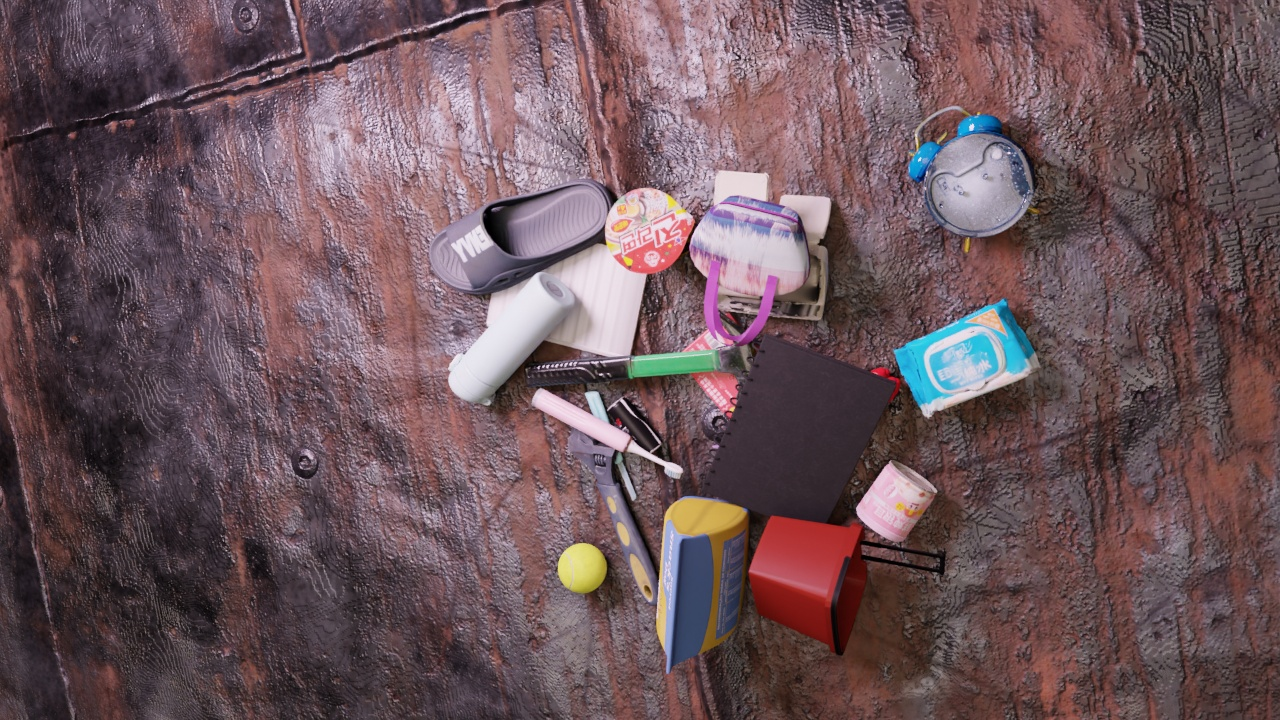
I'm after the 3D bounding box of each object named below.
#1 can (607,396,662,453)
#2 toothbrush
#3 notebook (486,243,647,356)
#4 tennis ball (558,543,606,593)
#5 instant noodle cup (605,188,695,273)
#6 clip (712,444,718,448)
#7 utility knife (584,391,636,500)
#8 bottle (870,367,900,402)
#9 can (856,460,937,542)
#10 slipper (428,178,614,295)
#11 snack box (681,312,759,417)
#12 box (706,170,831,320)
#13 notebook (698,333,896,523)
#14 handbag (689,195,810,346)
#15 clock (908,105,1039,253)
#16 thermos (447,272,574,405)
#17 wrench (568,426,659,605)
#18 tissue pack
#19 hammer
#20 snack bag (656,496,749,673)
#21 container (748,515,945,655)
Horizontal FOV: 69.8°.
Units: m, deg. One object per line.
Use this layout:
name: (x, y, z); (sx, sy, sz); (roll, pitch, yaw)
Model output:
can: (-0.007, 0.087, 1.205); (0.032, 0.031, 0.080); (-41, 83, 17)
toothbrush: (-0.043, 0.096, 1.191); (0.223, 0.027, 0.027); (27, 130, 15)
notebook: (-0.099, -0.092, 1.225); (0.210, 0.009, 0.143); (14, 99, 15)
tennis ball: (-0.078, 0.278, 1.230); (0.065, 0.065, 0.065); (2, 96, 17)
instant noodle cup: (0.020, -0.157, 1.127); (0.100, 0.112, 0.100); (2, 97, 16)
clip: (0.118, 0.116, 1.181); (0.052, 0.013, 0.036); (-10, 94, 15)
utility knife: (-0.039, 0.115, 1.226); (0.022, 0.015, 0.158); (-21, 90, 40)
bottle: (0.258, 0.069, 1.117); (0.042, 0.041, 0.142); (42, 106, 9)
can: (0.306, 0.169, 1.100); (0.067, 0.067, 0.076); (34, 104, 11)
slipper: (-0.163, -0.159, 1.191); (0.268, 0.083, 0.110); (-18, 91, 16)
snack box: (0.121, 0.017, 1.163); (0.089, 0.021, 0.133); (-41, 84, 17)
box: (0.160, -0.145, 1.111); (0.145, 0.100, 0.187); (9, 119, 14)
notebook: (0.181, 0.093, 1.108); (0.169, 0.019, 0.232); (21, 119, 4)
handbag: (0.118, -0.096, 1.056); (0.144, 0.067, 0.170); (16, 119, 11)
clock: (0.374, -0.213, 1.042); (0.117, 0.060, 0.161); (-28, 86, 19)
thermos: (-0.175, -0.025, 1.215); (0.078, 0.065, 0.207); (40, 115, -12)
wrench: (-0.030, 0.200, 1.225); (0.074, 0.022, 0.273); (-20, 92, 33)
tissue pack: (0.376, 0.000, 1.063); (0.145, 0.061, 0.093); (-27, 88, 18)
hammer: (-0.007, 0.007, 1.181); (0.319, 0.032, 0.130); (-5, 99, 23)
snack bag: (0.065, 0.265, 1.111); (0.102, 0.205, 0.159); (6, 98, 16)
container: (0.242, 0.266, 1.083); (0.201, 0.126, 0.148); (11, 142, 25)
